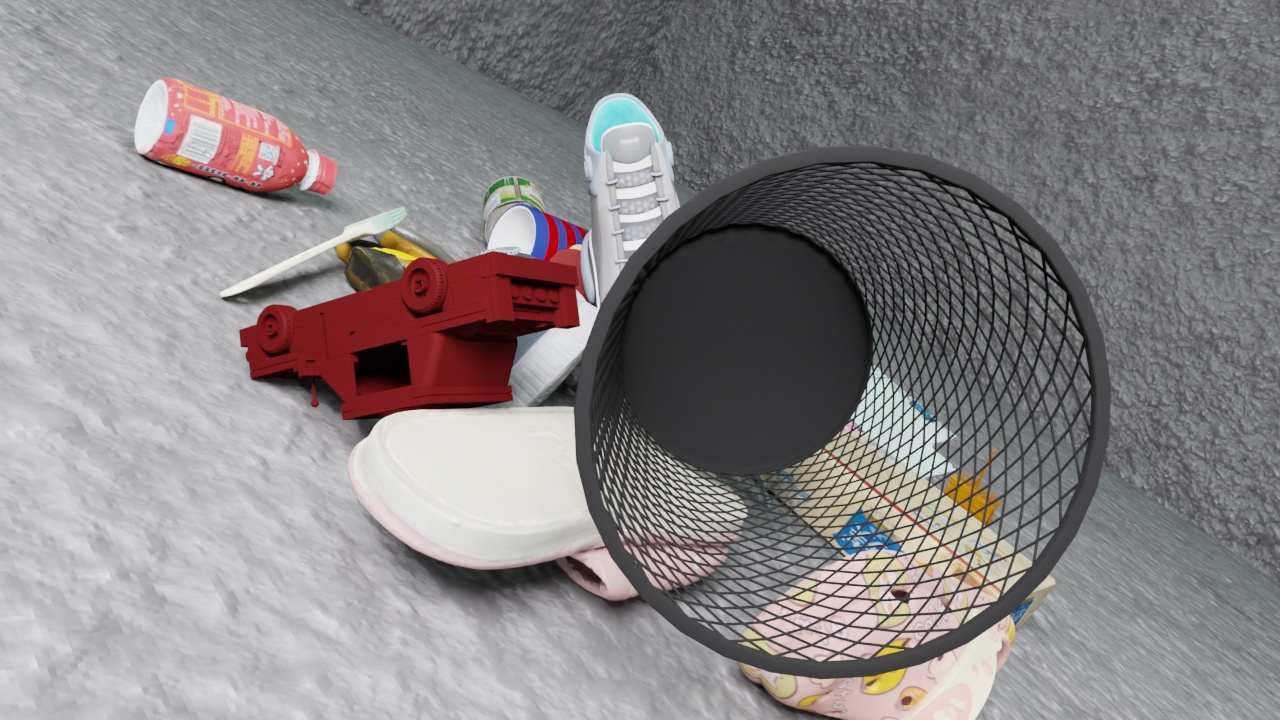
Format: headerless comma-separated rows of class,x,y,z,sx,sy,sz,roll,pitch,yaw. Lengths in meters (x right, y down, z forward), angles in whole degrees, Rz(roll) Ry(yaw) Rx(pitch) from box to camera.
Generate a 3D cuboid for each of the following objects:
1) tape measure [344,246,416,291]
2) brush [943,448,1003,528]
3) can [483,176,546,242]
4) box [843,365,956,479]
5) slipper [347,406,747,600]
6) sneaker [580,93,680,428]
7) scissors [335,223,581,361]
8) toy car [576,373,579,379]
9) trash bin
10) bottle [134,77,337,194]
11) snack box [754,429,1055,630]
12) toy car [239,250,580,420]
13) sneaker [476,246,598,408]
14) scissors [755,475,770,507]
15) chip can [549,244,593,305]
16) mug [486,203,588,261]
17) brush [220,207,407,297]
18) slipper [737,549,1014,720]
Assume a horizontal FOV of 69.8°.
tape measure,-0.164,-0.053,0.640,0.065,0.037,0.064,41,18,35
brush,0.280,0.122,0.779,0.017,0.127,0.048,-23,48,-33
can,-0.132,-0.150,0.968,0.067,0.067,0.121,26,16,-19
box,0.225,0.068,0.966,0.160,0.062,0.230,4,23,-18
slipper,-0.033,0.072,0.452,0.114,0.054,0.274,39,14,30
sneaker,0.006,-0.067,0.625,0.093,0.161,0.256,-10,44,-3
scissors,-0.139,-0.052,0.729,0.225,0.016,0.175,32,15,6
toy car,-0.004,0.004,0.730,0.056,0.055,0.153,32,15,4
trash bin,0.064,0.007,0.415,0.184,0.184,0.210,29,5,-6
bottle,-0.295,-0.158,0.686,0.137,0.062,0.062,16,21,-48
snack box,0.208,0.132,0.725,0.207,0.055,0.153,41,17,34
toy car,-0.111,-0.005,0.433,0.170,0.062,0.070,-11,-7,32
sneaker,-0.085,-0.029,0.606,0.087,0.089,0.235,41,6,-14
scissors,0.069,0.030,0.699,0.021,0.173,0.171,-16,76,-17
chip can,0.014,-0.081,0.851,0.087,0.087,0.212,38,37,25
mug,-0.087,-0.084,0.852,0.076,0.075,0.111,16,47,-44
brush,-0.209,-0.074,0.606,0.217,0.033,0.012,-64,137,-68
slipper,0.137,0.154,0.458,0.197,0.093,0.081,19,29,-39
